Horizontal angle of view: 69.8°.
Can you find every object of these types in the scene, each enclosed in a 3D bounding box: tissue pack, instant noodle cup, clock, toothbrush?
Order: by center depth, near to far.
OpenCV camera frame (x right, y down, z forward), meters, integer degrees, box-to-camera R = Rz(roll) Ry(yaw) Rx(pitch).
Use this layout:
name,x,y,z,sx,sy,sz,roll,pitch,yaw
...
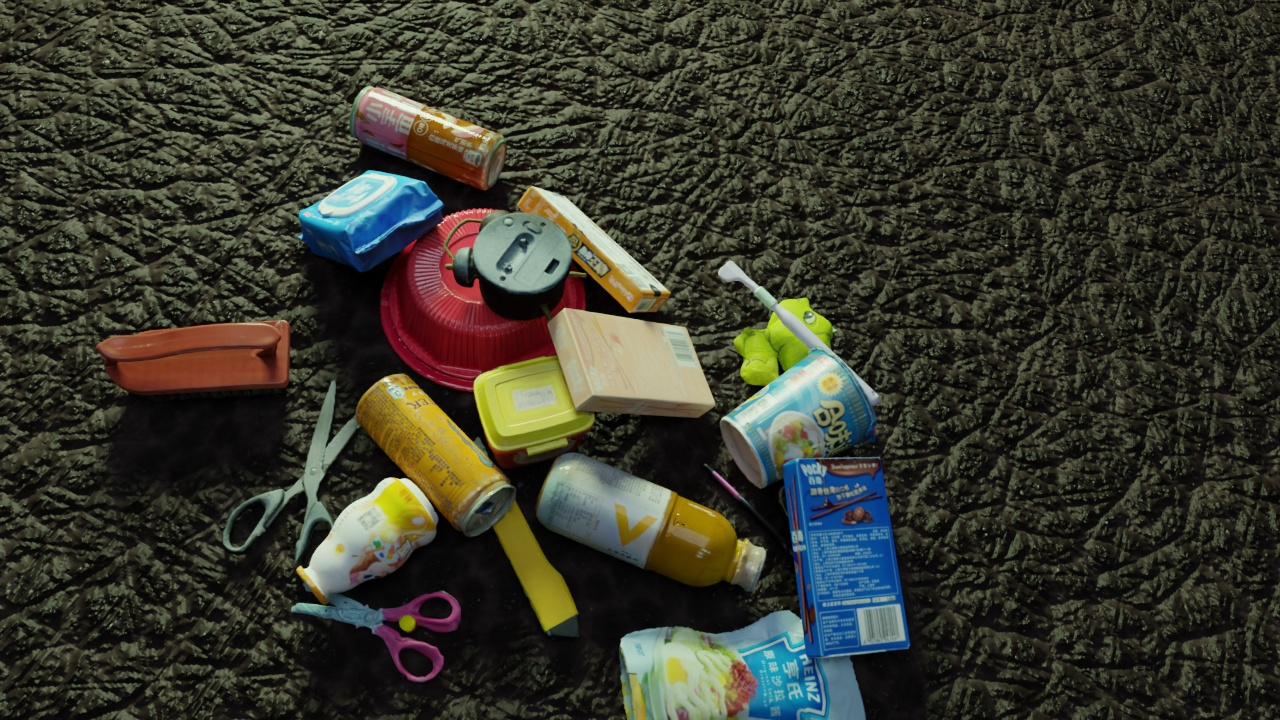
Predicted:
name,x,y,z,sx,sy,sz,roll,pitch,yaw
clock,-0.111,-0.085,0.785,0.122,0.055,0.081,28,64,7
toothbrush,0.121,0.157,0.792,0.189,0.014,0.017,43,78,14
instant noodle cup,0.133,0.055,0.804,0.109,0.099,0.099,-28,70,-12
tissue pack,-0.248,-0.130,0.828,0.094,0.052,0.157,-41,35,-24
instant noodle cup,-0.144,-0.069,0.841,0.194,0.066,0.193,3,62,-6
toothbrush,0.147,-0.024,0.847,0.189,0.021,0.029,43,40,9

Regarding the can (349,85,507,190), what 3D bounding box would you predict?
name,x,y,z,sx,sy,sz,roll,pitch,yaw
can,-0.209,-0.221,0.911,0.147,0.058,0.057,22,62,3

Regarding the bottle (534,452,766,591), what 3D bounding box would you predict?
name,x,y,z,sx,sy,sz,roll,pitch,yaw
bottle,0.009,0.137,0.755,0.189,0.068,0.067,22,62,3

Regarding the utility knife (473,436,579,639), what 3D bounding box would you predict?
name,x,y,z,sx,sy,sz,roll,pitch,yaw
utility knife,-0.101,0.147,0.764,0.033,0.015,0.193,-24,68,-18

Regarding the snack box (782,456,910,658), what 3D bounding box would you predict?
name,x,y,z,sx,sy,sz,roll,pitch,yaw
snack box,0.167,0.159,0.751,0.084,0.026,0.157,1,74,-22

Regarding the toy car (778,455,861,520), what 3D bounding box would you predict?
name,x,y,z,sx,sy,sz,roll,pitch,yaw
toy car,0.163,0.116,0.805,0.090,0.035,0.042,-19,66,-19

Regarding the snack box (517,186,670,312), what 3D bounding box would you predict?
name,x,y,z,sx,sy,sz,roll,pitch,yaw
snack box,-0.043,-0.104,0.868,0.154,0.075,0.026,44,106,14

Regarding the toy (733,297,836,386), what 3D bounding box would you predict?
name,x,y,z,sx,sy,sz,roll,pitch,yaw
toy,0.138,-0.013,0.870,0.100,0.031,0.096,-7,70,-8

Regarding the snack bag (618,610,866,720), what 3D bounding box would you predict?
name,x,y,z,sx,sy,sz,roll,pitch,yaw
snack bag,0.082,0.258,0.723,0.191,0.039,0.110,-3,58,-13

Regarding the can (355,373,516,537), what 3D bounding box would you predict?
name,x,y,z,sx,sy,sz,roll,pitch,yaw
can,-0.170,0.076,0.758,0.058,0.058,0.146,-39,68,-23

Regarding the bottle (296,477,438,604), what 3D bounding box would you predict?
name,x,y,z,sx,sy,sz,roll,pitch,yaw
bottle,-0.215,0.143,0.723,0.108,0.063,0.063,-39,74,-23

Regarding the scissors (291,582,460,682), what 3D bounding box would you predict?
name,x,y,z,sx,sy,sz,roll,pitch,yaw
scissors,-0.212,0.213,0.719,0.137,0.017,0.077,7,71,0

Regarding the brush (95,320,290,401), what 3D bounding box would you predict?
name,x,y,z,sx,sy,sz,roll,pitch,yaw
brush,-0.373,-0.003,0.772,0.145,0.069,0.063,-4,63,-10

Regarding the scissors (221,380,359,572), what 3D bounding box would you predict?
name,x,y,z,sx,sy,sz,roll,pitch,yaw
scissors,-0.276,0.101,0.767,0.159,0.014,0.170,-23,67,-21

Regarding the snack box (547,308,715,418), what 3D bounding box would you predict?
name,x,y,z,sx,sy,sz,roll,pitch,yaw
snack box,-0.005,0.005,0.796,0.157,0.026,0.084,7,55,-46

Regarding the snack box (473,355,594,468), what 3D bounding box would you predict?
name,x,y,z,sx,sy,sz,roll,pitch,yaw
snack box,-0.091,0.049,0.779,0.091,0.080,0.082,-14,65,-15
